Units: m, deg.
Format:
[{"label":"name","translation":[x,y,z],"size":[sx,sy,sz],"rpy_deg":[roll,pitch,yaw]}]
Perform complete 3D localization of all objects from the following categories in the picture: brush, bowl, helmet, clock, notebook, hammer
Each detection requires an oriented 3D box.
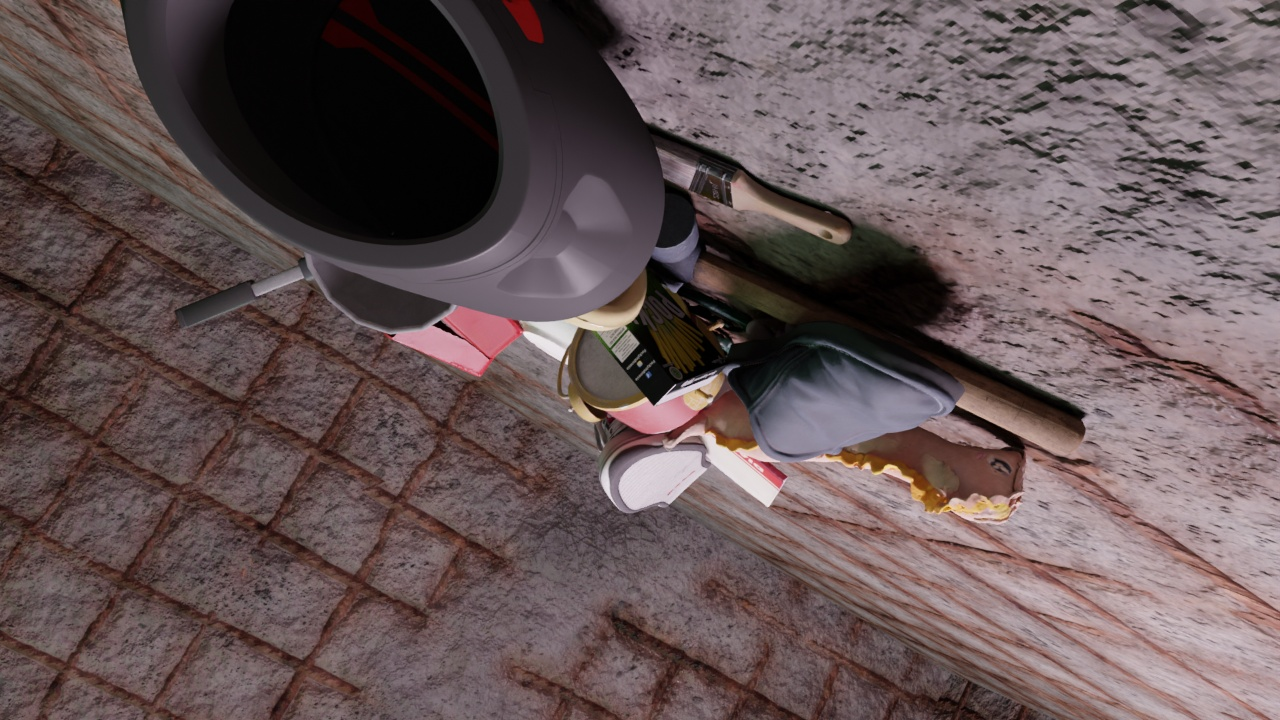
[{"label":"brush","translation":[0.055,-0.102,0.544],"size":[0.151,0.012,0.039],"rpy_deg":[27,168,15]},{"label":"bowl","translation":[-0.072,-0.039,0.978],"size":[0.153,0.072,0.153],"rpy_deg":[28,169,5]},{"label":"helmet","translation":[-0.105,-0.124,0.466],"size":[0.264,0.164,0.169],"rpy_deg":[38,-164,-12]},{"label":"clock","translation":[-0.005,0.005,0.796],"size":[0.159,0.117,0.081],"rpy_deg":[-6,152,33]},{"label":"notebook","translation":[0.061,0.072,0.959],"size":[0.209,0.012,0.153],"rpy_deg":[38,167,13]},{"label":"hammer","translation":[0.147,-0.017,0.635],"size":[0.322,0.040,0.129],"rpy_deg":[26,172,12]}]

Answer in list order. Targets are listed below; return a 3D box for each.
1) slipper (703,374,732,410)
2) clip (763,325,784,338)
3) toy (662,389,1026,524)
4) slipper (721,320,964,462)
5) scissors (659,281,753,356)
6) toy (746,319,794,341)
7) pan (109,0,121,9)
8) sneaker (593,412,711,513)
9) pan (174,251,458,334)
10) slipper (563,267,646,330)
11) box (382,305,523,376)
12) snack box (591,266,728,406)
[{"label":"slipper","translation":[0.097,0.065,0.996],"size":[0.112,0.074,0.247],"rpy_deg":[54,170,20]},{"label":"clip","translation":[0.114,-0.015,0.777],"size":[0.042,0.014,0.052],"rpy_deg":[25,166,20]},{"label":"toy","translation":[0.166,0.078,0.745],"size":[0.264,0.195,0.065],"rpy_deg":[31,137,49]},{"label":"slipper","translation":[0.118,0.035,0.636],"size":[0.109,0.083,0.266],"rpy_deg":[29,170,-12]},{"label":"scissors","translation":[0.011,-0.055,0.849],"size":[0.210,0.015,0.142],"rpy_deg":[26,170,17]},{"label":"toy","translation":[0.128,-0.002,0.745],"size":[0.049,0.030,0.111],"rpy_deg":[5,163,37]},{"label":"pan","translation":[-0.380,-0.254,0.901],"size":[0.208,0.040,0.357],"rpy_deg":[23,166,31]},{"label":"sneaker","translation":[-0.005,0.077,0.914],"size":[0.128,0.097,0.263],"rpy_deg":[47,-177,13]},{"label":"pan","translation":[-0.300,-0.091,0.860],"size":[0.178,0.358,0.041],"rpy_deg":[70,-159,-9]},{"label":"slipper","translation":[-0.089,-0.131,0.607],"size":[0.261,0.111,0.079],"rpy_deg":[40,128,5]},{"label":"box","translation":[-0.202,-0.077,0.957],"size":[0.134,0.112,0.157],"rpy_deg":[33,-168,-42]},{"label":"snack box","translation":[-0.008,-0.038,0.668],"size":[0.147,0.025,0.080],"rpy_deg":[50,-149,14]}]
